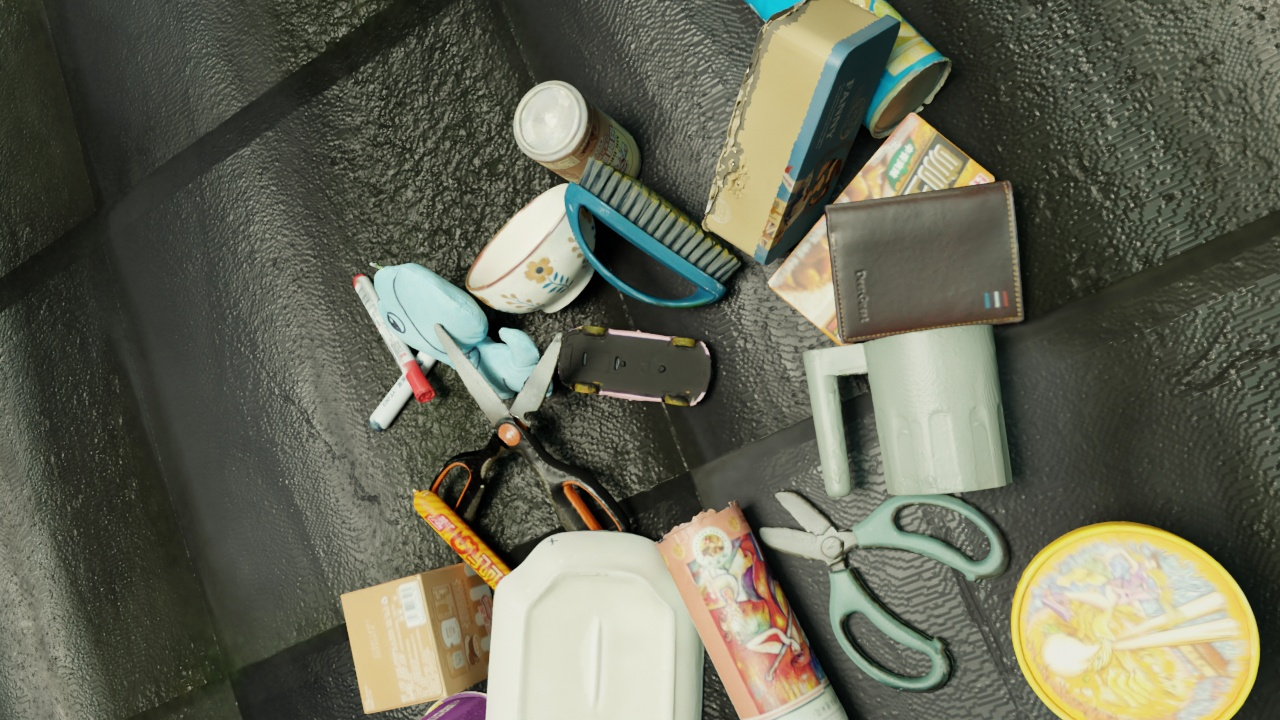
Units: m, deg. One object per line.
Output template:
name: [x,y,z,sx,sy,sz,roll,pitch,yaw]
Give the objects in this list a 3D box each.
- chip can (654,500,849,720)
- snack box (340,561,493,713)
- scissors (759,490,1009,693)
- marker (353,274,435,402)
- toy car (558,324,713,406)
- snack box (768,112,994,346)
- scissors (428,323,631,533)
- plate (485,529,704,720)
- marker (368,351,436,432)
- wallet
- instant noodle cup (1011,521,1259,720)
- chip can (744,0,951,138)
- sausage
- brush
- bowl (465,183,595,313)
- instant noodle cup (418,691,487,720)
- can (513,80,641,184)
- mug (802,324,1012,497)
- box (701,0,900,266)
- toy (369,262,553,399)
chip can: [0.086,0.208,0.641,0.071,0.071,0.214,-31,75,16]
snack box: [-0.170,0.216,0.728,0.077,0.094,0.092,-19,80,19]
scissors: [0.161,0.160,0.643,0.177,0.019,0.172,4,88,20]
marker: [-0.215,-0.022,0.792,0.017,0.017,0.145,-43,61,13]
toy car: [-0.004,0.004,0.711,0.122,0.037,0.056,8,92,9]
snack box: [0.166,-0.089,0.645,0.075,0.026,0.154,40,101,4]
scissors: [-0.095,0.074,0.708,0.221,0.021,0.234,40,124,2]
plate: [-0.033,0.259,0.670,0.162,0.034,0.265,4,87,-2]
marker: [-0.195,0.008,0.795,0.022,0.018,0.131,45,102,28]
wallet: [0.191,-0.066,0.621,0.122,0.020,0.096,-7,98,10]
instant noodle cup: [0.282,0.151,0.543,0.119,0.114,0.118,-1,86,21]
chip can: [0.124,-0.257,0.659,0.071,0.071,0.210,-42,73,14]
sausage: [-0.125,0.161,0.737,0.165,0.021,0.021,44,102,5]
brush: [0.003,-0.083,0.673,0.144,0.055,0.073,32,95,-19]
bowl: [-0.076,-0.078,0.720,0.114,0.113,0.062,-38,117,15]
instant noodle cup: [-0.155,0.326,0.713,0.112,0.099,0.111,-1,87,21]
can: [-0.045,-0.165,0.695,0.059,0.116,0.058,-2,85,20]
mug: [0.177,0.036,0.610,0.124,0.083,0.103,-9,85,18]
box: [0.104,-0.156,0.608,0.062,0.089,0.185,37,141,17]
toy: [-0.149,-0.025,0.729,0.162,0.156,0.049,-2,42,46]
